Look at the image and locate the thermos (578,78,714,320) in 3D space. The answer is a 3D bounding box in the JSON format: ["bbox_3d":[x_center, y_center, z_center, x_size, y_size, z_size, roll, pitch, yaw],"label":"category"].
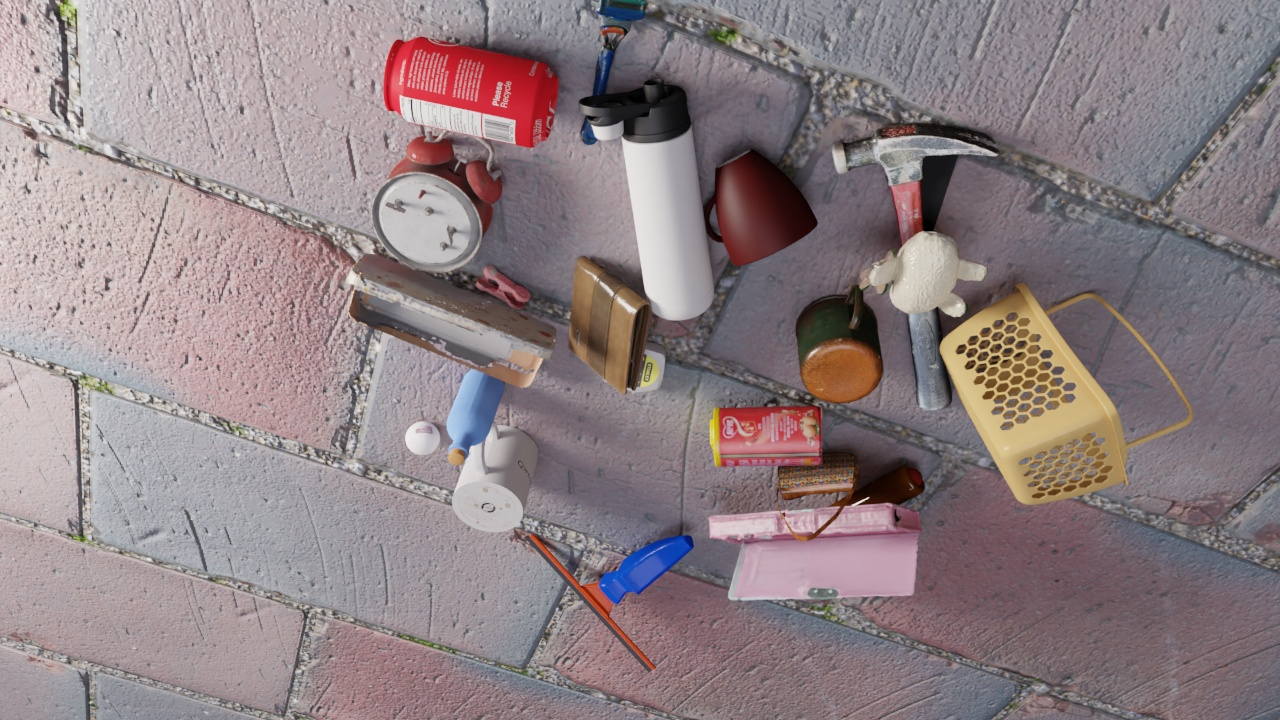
[{"bbox_3d":[0.010,-0.143,0.859,0.101,0.068,0.230,-22,127,-16],"label":"thermos"}]

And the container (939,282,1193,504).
[{"bbox_3d":[0.398,0.026,0.867,0.167,0.183,0.129,-27,130,13],"label":"container"}]

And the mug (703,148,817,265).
[{"bbox_3d":[0.097,-0.145,0.860,0.114,0.086,0.088,-14,109,50],"label":"mug"}]

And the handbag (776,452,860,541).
[{"bbox_3d":[0.190,0.155,0.994,0.094,0.195,0.043,-8,104,16],"label":"handbag"}]

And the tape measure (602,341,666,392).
[{"bbox_3d":[-0.006,0.006,1.017,0.065,0.016,0.064,11,128,-1],"label":"tape measure"}]

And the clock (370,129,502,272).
[{"bbox_3d":[-0.195,-0.155,0.890,0.110,0.061,0.157,29,125,-14],"label":"clock"}]

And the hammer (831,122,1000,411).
[{"bbox_3d":[0.284,-0.080,0.905,0.141,0.036,0.326,-9,126,15],"label":"hammer"}]

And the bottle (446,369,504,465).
[{"bbox_3d":[-0.187,0.065,1.012,0.048,0.131,0.048,3,127,4],"label":"bottle"}]

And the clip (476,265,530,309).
[{"bbox_3d":[-0.148,-0.074,0.972,0.044,0.023,0.060,-26,118,30],"label":"clip"}]

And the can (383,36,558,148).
[{"bbox_3d":[-0.148,-0.238,0.813,0.142,0.074,0.075,12,128,-2],"label":"can"}]

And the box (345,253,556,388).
[{"bbox_3d":[-0.201,-0.034,0.963,0.217,0.095,0.115,22,130,-9],"label":"box"}]

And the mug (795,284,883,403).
[{"bbox_3d":[0.205,-0.020,0.929,0.085,0.081,0.111,12,128,-2],"label":"mug"}]

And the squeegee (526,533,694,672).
[{"bbox_3d":[-0.002,0.275,1.198,0.185,0.055,0.249,-38,97,30],"label":"squeegee"}]

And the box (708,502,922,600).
[{"bbox_3d":[0.200,0.227,1.056,0.233,0.106,0.099,-11,161,32],"label":"box"}]

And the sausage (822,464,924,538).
[{"bbox_3d":[0.269,0.171,1.095,0.040,0.040,0.156,39,124,-21],"label":"sausage"}]

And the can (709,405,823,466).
[{"bbox_3d":[0.142,0.085,1.026,0.124,0.066,0.067,-1,127,8],"label":"can"}]

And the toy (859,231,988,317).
[{"bbox_3d":[0.261,-0.080,0.854,0.112,0.050,0.087,13,131,6],"label":"toy"}]

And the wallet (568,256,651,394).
[{"bbox_3d":[-0.035,-0.035,0.955,0.099,0.026,0.121,37,137,30],"label":"wallet"}]

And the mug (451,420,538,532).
[{"bbox_3d":[-0.173,0.125,1.078,0.083,0.096,0.120,-2,127,9],"label":"mug"}]

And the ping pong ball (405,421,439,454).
[{"bbox_3d":[-0.261,0.093,1.101,0.040,0.040,0.040,4,127,4],"label":"ping pong ball"}]

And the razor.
[{"bbox_3d":[-0.034,-0.257,0.819,0.043,0.018,0.141,-1,134,-23],"label":"razor"}]
